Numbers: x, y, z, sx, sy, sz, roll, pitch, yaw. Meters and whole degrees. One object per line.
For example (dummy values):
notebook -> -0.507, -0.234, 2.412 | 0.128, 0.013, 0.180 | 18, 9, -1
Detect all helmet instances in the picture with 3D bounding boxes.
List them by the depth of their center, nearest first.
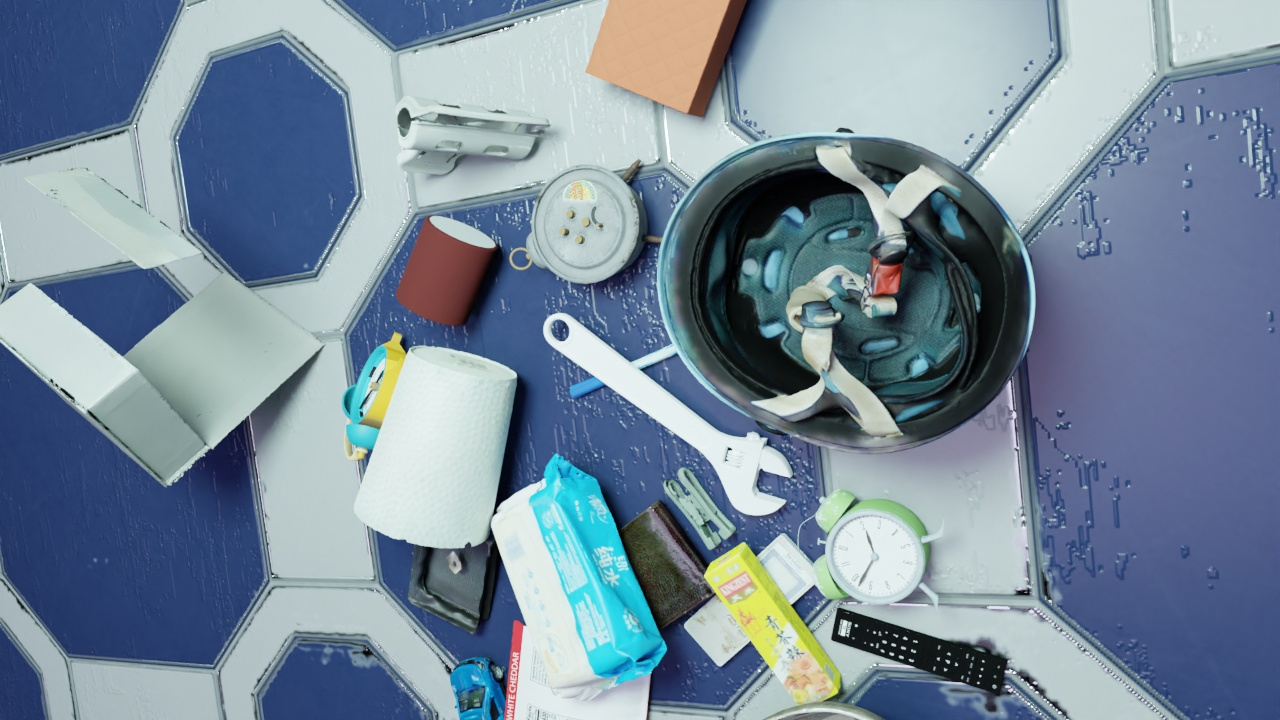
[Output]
helmet -> 0.150, -0.050, 0.686 | 0.266, 0.166, 0.225 | 18, 101, 19

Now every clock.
clock -> 0.190, 0.158, 0.762 | 0.119, 0.042, 0.094 | 7, 98, 23
clock -> -0.056, -0.117, 0.831 | 0.148, 0.056, 0.104 | -22, 87, 23
clock -> -0.271, 0.040, 0.934 | 0.130, 0.043, 0.099 | -59, 31, 14

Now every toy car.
toy car -> -0.157, 0.365, 0.941 | 0.056, 0.043, 0.120 | -23, 86, 25

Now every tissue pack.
tissue pack -> -0.063, 0.200, 0.842 | 0.117, 0.065, 0.209 | -37, 71, 35

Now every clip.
clip -> 0.053, 0.133, 0.832 | 0.045, 0.023, 0.076 | -42, 81, 20
clip -> -0.170, -0.210, 0.843 | 0.144, 0.124, 0.075 | 3, 94, 48

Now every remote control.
remote control -> 0.232, 0.243, 0.772 | 0.140, 0.009, 0.030 | 13, 101, 22
remote control -> 0.100, 0.217, 0.826 | 0.050, 0.011, 0.136 | 47, 112, 12

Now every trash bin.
trash bin -> -0.189, 0.078, 0.879 | 0.133, 0.133, 0.161 | 19, 98, 21

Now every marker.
marker -> -0.005, 0.005, 0.848 | 0.142, 0.013, 0.013 | -24, 86, 24

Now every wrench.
wrench -> 0.020, 0.042, 0.828 | 0.273, 0.018, 0.066 | 36, 110, 12

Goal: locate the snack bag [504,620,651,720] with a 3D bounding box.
snack bag -> -0.064, 0.331, 0.893 | 0.144, 0.039, 0.131 | 6, 91, 15

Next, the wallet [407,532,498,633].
wallet -> -0.190, 0.213, 0.942 | 0.089, 0.026, 0.115 | 21, 113, 19

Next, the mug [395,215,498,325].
mug -> -0.194, -0.095, 0.894 | 0.105, 0.073, 0.083 | 44, 114, 45

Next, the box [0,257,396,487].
box -> -0.455, -0.016, 0.978 | 0.167, 0.378, 0.172 | 33, 125, 17

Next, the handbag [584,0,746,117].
handbag -> 0.031, -0.306, 0.766 | 0.109, 0.060, 0.172 | 26, 109, 14

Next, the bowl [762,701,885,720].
bowl -> 0.168, 0.363, 0.775 | 0.179, 0.081, 0.178 | 3, 98, 23

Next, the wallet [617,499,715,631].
wallet -> 0.005, 0.200, 0.859 | 0.120, 0.031, 0.099 | -42, 77, 25

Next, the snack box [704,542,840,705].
snack box -> 0.115, 0.231, 0.799 | 0.040, 0.028, 0.148 | -36, 91, 21
